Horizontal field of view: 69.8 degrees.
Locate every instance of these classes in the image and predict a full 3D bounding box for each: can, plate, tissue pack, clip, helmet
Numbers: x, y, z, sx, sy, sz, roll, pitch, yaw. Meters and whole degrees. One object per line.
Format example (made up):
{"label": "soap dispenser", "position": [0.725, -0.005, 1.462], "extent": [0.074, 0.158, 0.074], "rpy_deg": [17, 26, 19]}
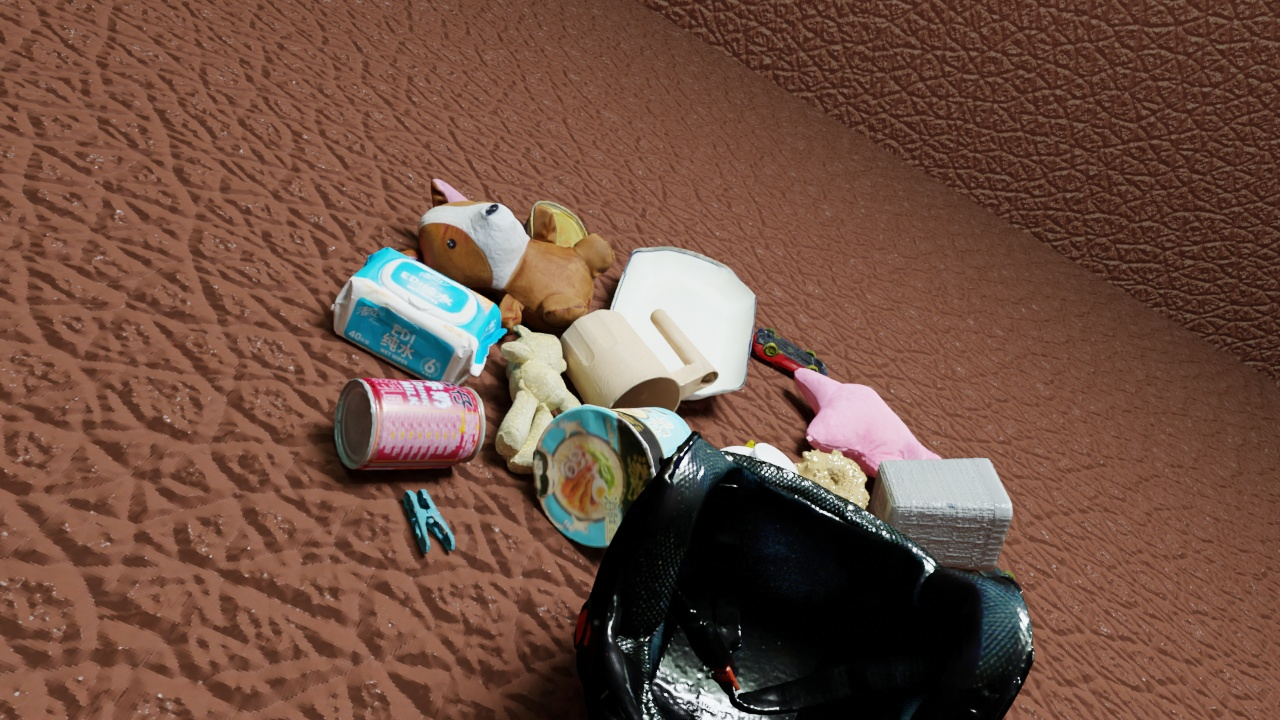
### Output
{"label": "can", "position": [-0.101, -0.125, 1.042], "extent": [0.074, 0.049, 0.148], "rpy_deg": [20, 31, -21]}
{"label": "plate", "position": [0.045, -0.041, 1.030], "extent": [0.162, 0.034, 0.265], "rpy_deg": [19, 38, -3]}
{"label": "tissue pack", "position": [-0.191, -0.039, 0.801], "extent": [0.140, 0.063, 0.089], "rpy_deg": [29, 29, -7]}
{"label": "clip", "position": [-0.152, 0.114, 0.655], "extent": [0.040, 0.014, 0.056], "rpy_deg": [4, 41, -43]}
{"label": "can", "position": [-0.171, 0.048, 0.683], "extent": [0.093, 0.067, 0.066], "rpy_deg": [4, 39, -41]}
{"label": "helmet", "position": [0.076, 0.185, 0.550], "extent": [0.233, 0.231, 0.273], "rpy_deg": [25, 38, 4]}

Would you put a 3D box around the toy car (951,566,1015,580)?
{"label": "toy car", "position": [0.360, 0.227, 0.969], "extent": [0.090, 0.035, 0.042], "rpy_deg": [37, 30, 9]}

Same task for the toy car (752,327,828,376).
{"label": "toy car", "position": [0.189, -0.003, 1.161], "extent": [0.106, 0.031, 0.049], "rpy_deg": [26, 30, -10]}

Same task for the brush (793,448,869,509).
{"label": "brush", "position": [0.190, 0.182, 0.857], "extent": [0.083, 0.046, 0.254], "rpy_deg": [18, 41, -18]}

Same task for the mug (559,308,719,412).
{"label": "mug", "position": [-0.005, 0.005, 0.876], "extent": [0.124, 0.084, 0.103], "rpy_deg": [-25, 52, -16]}

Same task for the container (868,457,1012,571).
{"label": "container", "position": [0.300, 0.155, 0.937], "extent": [0.114, 0.090, 0.090], "rpy_deg": [2, 31, 0]}

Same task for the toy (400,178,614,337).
{"label": "toy", "position": [-0.135, -0.101, 0.907], "extent": [0.199, 0.131, 0.139], "rpy_deg": [24, 54, -2]}

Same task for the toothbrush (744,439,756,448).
{"label": "toothbrush", "position": [0.181, 0.146, 0.935], "extent": [0.190, 0.017, 0.015], "rpy_deg": [42, 31, 17]}

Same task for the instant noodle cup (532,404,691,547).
{"label": "instant noodle cup", "position": [-0.012, 0.084, 0.758], "extent": [0.111, 0.111, 0.120], "rpy_deg": [42, 22, 17]}

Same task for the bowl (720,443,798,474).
{"label": "bowl", "position": [0.107, 0.116, 0.846], "extent": [0.118, 0.065, 0.118], "rpy_deg": [29, 25, -15]}

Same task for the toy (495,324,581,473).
{"label": "toy", "position": [-0.096, 0.032, 0.798], "extent": [0.105, 0.066, 0.157], "rpy_deg": [44, 27, -28]}

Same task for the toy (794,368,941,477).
{"label": "toy", "position": [0.244, 0.074, 1.053], "extent": [0.178, 0.075, 0.194], "rpy_deg": [0, 39, -41]}
